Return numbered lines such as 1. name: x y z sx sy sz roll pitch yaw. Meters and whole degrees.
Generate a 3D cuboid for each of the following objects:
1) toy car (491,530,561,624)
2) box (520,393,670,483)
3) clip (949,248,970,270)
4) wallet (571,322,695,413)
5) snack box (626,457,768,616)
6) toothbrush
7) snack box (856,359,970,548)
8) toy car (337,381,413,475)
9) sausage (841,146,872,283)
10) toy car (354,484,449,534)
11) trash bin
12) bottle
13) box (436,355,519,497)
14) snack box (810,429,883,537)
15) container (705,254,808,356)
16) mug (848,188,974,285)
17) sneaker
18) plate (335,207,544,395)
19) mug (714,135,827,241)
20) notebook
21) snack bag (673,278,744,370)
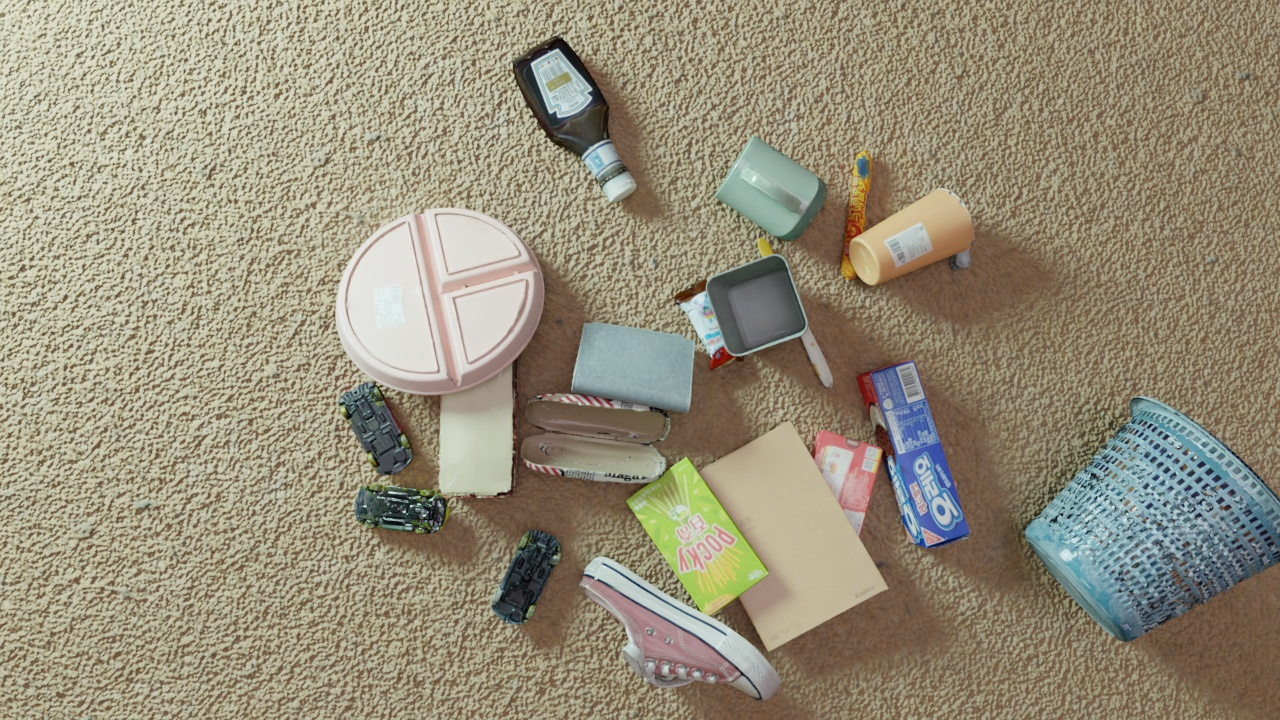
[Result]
1. toy car: -0.126 0.239 1.012 0.049 0.031 0.105 26 83 -1
2. box: -0.049 0.091 1.007 0.162 0.076 0.086 6 55 -6
3. clip: 0.376 -0.135 1.080 0.025 0.036 0.058 5 85 -6
4. wallet: -0.006 0.006 1.020 0.129 0.037 0.106 10 48 -2
5. snack box: 0.063 0.194 1.015 0.086 0.026 0.156 -35 80 2
6. toothbrush: 0.179 -0.055 1.065 0.016 0.018 0.191 -26 90 -3
7. snack box: 0.307 0.106 1.037 0.057 0.058 0.207 -17 86 -5
8. toy car: -0.290 0.077 1.015 0.049 0.031 0.106 -31 85 -5
9. sausage: 0.253 -0.170 1.074 0.021 0.021 0.165 8 85 -3
10. toy car: -0.262 0.163 1.011 0.105 0.032 0.048 4 85 8
11. trash bin: 0.538 0.183 0.983 0.195 0.226 0.226 -40 89 7
12. bottle: -0.069 -0.272 1.051 0.080 0.044 0.195 -32 89 -5
13. box: -0.178 0.064 1.000 0.091 0.078 0.168 0 85 -4
14. snack box: 0.218 0.162 1.043 0.075 0.025 0.153 17 84 -1
15. container: 0.133 -0.058 1.003 0.090 0.114 0.090 -19 87 13
16. mug: 0.303 -0.135 1.038 0.122 0.078 0.078 -26 87 -12
17. sneaker: 0.031 0.306 0.981 0.241 0.118 0.087 31 66 5
18. plate: -0.219 -0.072 0.994 0.229 0.028 0.229 -1 66 2
19. mug: 0.148 -0.189 1.024 0.106 0.111 0.082 33 102 -3
20. notebook: 0.155 0.194 1.022 0.149 0.012 0.211 -30 80 4
21. snack bag: 0.079 -0.038 1.050 0.045 0.026 0.105 -27 86 -4
